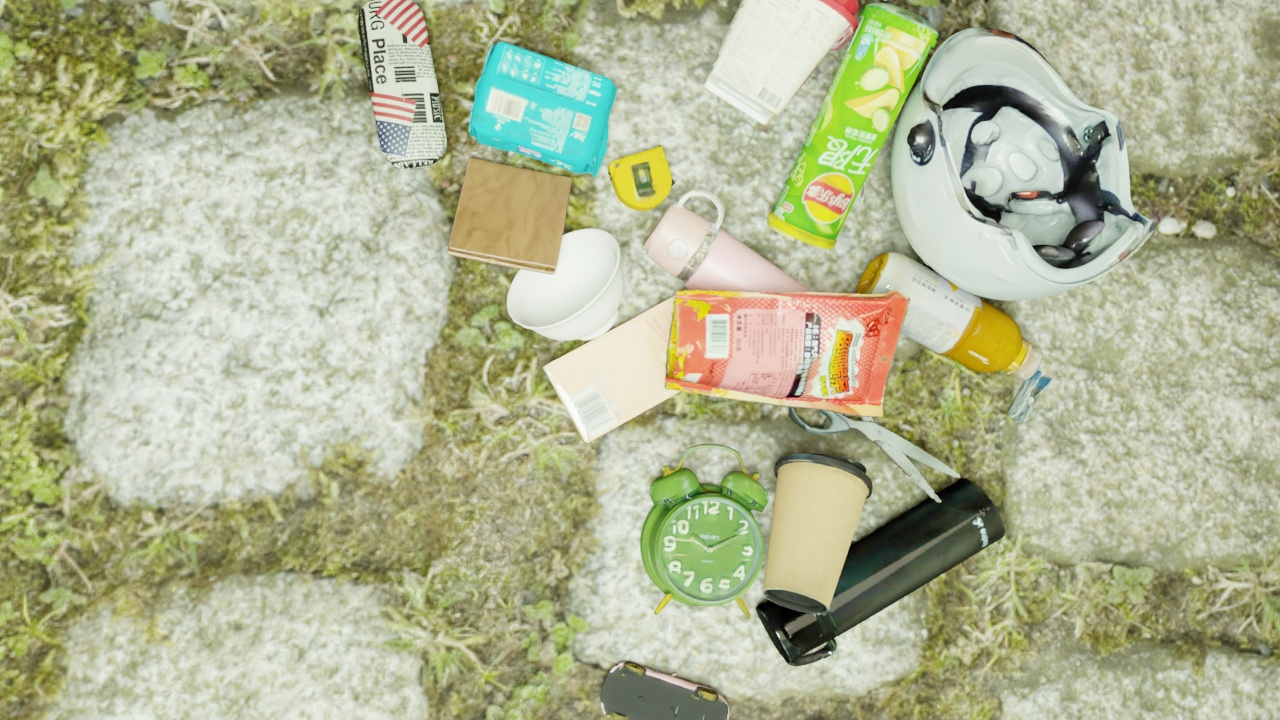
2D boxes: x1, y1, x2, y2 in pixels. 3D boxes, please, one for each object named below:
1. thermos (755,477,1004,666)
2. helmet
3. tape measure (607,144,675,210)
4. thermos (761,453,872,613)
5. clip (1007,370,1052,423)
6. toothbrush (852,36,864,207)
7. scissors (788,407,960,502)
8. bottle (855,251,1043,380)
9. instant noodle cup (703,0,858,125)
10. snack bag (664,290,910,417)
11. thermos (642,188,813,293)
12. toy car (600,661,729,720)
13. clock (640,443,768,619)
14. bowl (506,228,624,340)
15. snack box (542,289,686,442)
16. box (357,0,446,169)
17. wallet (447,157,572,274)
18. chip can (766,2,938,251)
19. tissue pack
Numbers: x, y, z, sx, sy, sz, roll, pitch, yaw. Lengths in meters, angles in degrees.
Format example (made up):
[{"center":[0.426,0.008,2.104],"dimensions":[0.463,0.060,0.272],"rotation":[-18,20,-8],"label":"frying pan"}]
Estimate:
[{"center":[0.232,0.210,0.888],"dimensions":[0.242,0.068,0.090],"rotation":[-29,122,-7],"label":"thermos"},{"center":[0.332,-0.166,0.870],"dimensions":[0.228,0.146,0.258],"rotation":[-10,70,-25],"label":"helmet"},{"center":[0.002,-0.175,0.887],"dimensions":[0.060,0.029,0.057],"rotation":[-19,90,-8],"label":"tape measure"},{"center":[0.158,0.154,0.845],"dimensions":[0.093,0.093,0.143],"rotation":[21,64,-7],"label":"thermos"},{"center":[0.394,0.037,0.935],"dimensions":[0.038,0.026,0.058],"rotation":[30,87,-13],"label":"clip"},{"center":[0.222,-0.247,0.927],"dimensions":[0.016,0.017,0.187],"rotation":[2,86,-7],"label":"toothbrush"},{"center":[0.223,0.070,0.894],"dimensions":[0.163,0.014,0.164],"rotation":[-9,77,1],"label":"scissors"},{"center":[0.306,-0.039,0.903],"dimensions":[0.189,0.068,0.068],"rotation":[28,83,-6],"label":"bottle"},{"center":[0.126,-0.301,0.875],"dimensions":[0.116,0.116,0.124],"rotation":[31,94,-5],"label":"instant noodle cup"},{"center":[0.129,-0.010,0.829],"dimensions":[0.208,0.073,0.129],"rotation":[3,122,-1],"label":"snack bag"},{"center":[0.102,-0.081,0.873],"dimensions":[0.198,0.067,0.087],"rotation":[35,110,-5],"label":"thermos"},{"center":[0.023,0.322,0.862],"dimensions":[0.122,0.037,0.056],"rotation":[17,82,6],"label":"toy car"},{"center":[0.062,0.159,0.865],"dimensions":[0.116,0.056,0.161],"rotation":[4,86,-9],"label":"clock"},{"center":[-0.057,-0.057,0.848],"dimensions":[0.118,0.118,0.065],"rotation":[-46,131,-8],"label":"bowl"},{"center":[-0.005,0.005,0.878],"dimensions":[0.157,0.026,0.084],"rotation":[-29,91,-9],"label":"snack box"},{"center":[-0.223,-0.259,0.858],"dimensions":[0.068,0.051,0.164],"rotation":[-9,87,2],"label":"box"},{"center":[-0.119,-0.135,0.851],"dimensions":[0.101,0.020,0.115],"rotation":[9,57,-7],"label":"wallet"},{"center":[0.194,-0.214,0.850],"dimensions":[0.072,0.072,0.222],"rotation":[20,112,-7],"label":"chip can"},{"center":[-0.091,-0.236,0.866],"dimensions":[0.133,0.050,0.093],"rotation":[16,83,-7],"label":"tissue pack"}]
